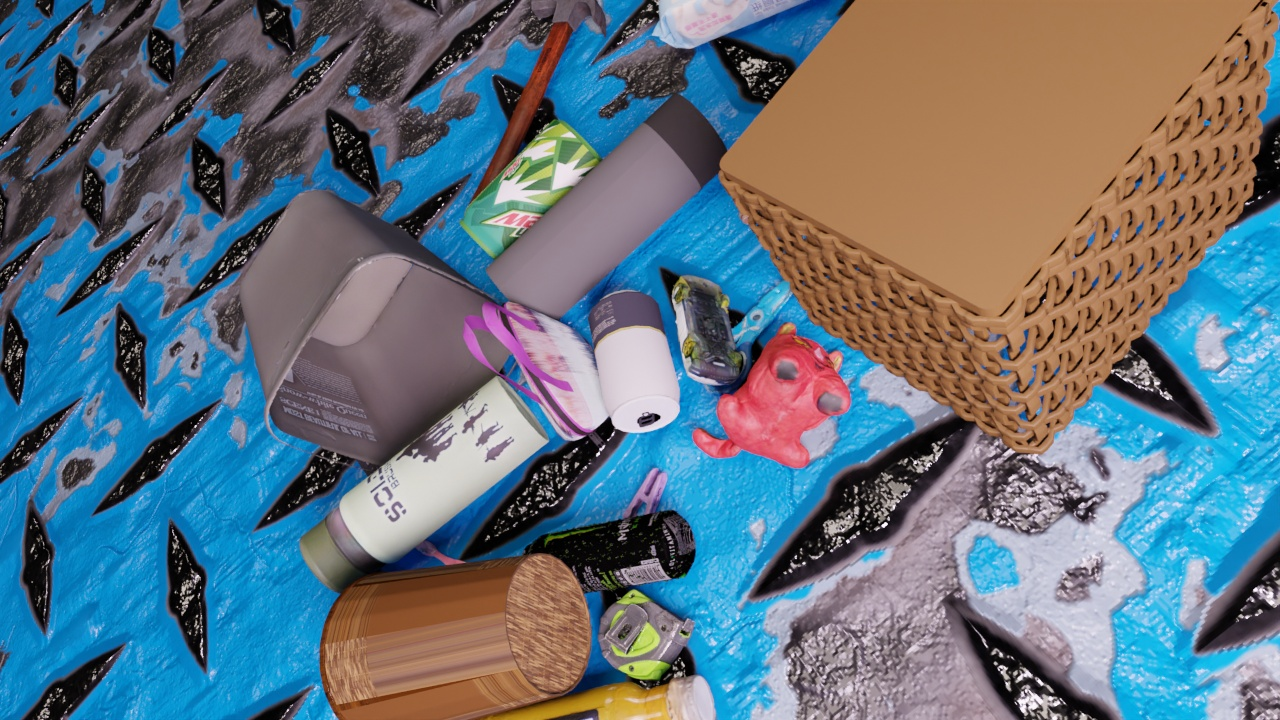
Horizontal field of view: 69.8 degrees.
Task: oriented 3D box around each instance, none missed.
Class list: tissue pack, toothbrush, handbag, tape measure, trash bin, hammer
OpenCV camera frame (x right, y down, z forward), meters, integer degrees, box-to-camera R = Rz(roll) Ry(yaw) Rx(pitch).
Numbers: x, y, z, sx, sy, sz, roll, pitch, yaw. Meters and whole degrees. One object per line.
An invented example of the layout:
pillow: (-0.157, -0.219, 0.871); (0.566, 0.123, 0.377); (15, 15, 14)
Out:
tissue pack: (0.097, -0.394, 0.936); (0.182, 0.070, 0.112); (-15, 59, 25)
toothbrush: (-0.154, 0.186, 0.806); (0.135, 0.016, 0.021); (19, 76, 35)
handbag: (-0.090, 0.001, 0.765); (0.068, 0.170, 0.144); (-36, 65, 8)
tape measure: (-0.001, 0.209, 0.696); (0.066, 0.036, 0.058); (21, 77, 35)
trash bin: (-0.263, -0.039, 0.876); (0.197, 0.197, 0.220); (-55, 46, 8)
hammer: (-0.123, -0.294, 1.033); (0.111, 0.028, 0.300); (10, 71, 34)

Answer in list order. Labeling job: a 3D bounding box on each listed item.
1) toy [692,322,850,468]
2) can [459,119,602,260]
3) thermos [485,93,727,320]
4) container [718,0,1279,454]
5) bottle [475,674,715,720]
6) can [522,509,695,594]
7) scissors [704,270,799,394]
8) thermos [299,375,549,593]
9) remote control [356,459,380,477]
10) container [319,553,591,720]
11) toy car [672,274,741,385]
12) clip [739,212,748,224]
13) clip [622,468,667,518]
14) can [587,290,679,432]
toy: (0.103, 0.033, 0.725); (0.133, 0.088, 0.093); (-40, 17, 29)
can: (-0.105, -0.163, 0.918); (0.144, 0.083, 0.083); (-45, 53, 2)
thermos: (-0.030, -0.138, 0.863); (0.240, 0.082, 0.082); (-42, 53, 4)
container: (0.239, -0.122, 0.621); (0.251, 0.214, 0.219); (-50, 53, -2)
bottle: (-0.037, 0.270, 0.673); (0.186, 0.053, 0.053); (-20, 57, 19)
can: (-0.026, 0.154, 0.726); (0.138, 0.054, 0.053); (-15, 59, 23)
scissors: (0.095, -0.030, 0.783); (0.135, 0.015, 0.066); (-46, 50, -2)
thermos: (-0.195, 0.113, 0.819); (0.231, 0.082, 0.082); (-39, 53, 0)
remote control: (-0.242, 0.116, 0.893); (0.032, 0.015, 0.136); (-47, 55, 0)
container: (-0.134, 0.212, 0.695); (0.168, 0.132, 0.132); (-19, 57, 28)
toy car: (0.053, -0.024, 0.771); (0.033, 0.048, 0.105); (-52, 36, 46)
clip: (0.118, -0.143, 0.822); (0.060, 0.024, 0.039); (-54, 49, 7)
clip: (0.009, 0.117, 0.754); (0.052, 0.014, 0.041); (-45, 52, 5)
can: (-0.005, 0.005, 0.786); (0.064, 0.064, 0.127); (-24, 56, 17)
